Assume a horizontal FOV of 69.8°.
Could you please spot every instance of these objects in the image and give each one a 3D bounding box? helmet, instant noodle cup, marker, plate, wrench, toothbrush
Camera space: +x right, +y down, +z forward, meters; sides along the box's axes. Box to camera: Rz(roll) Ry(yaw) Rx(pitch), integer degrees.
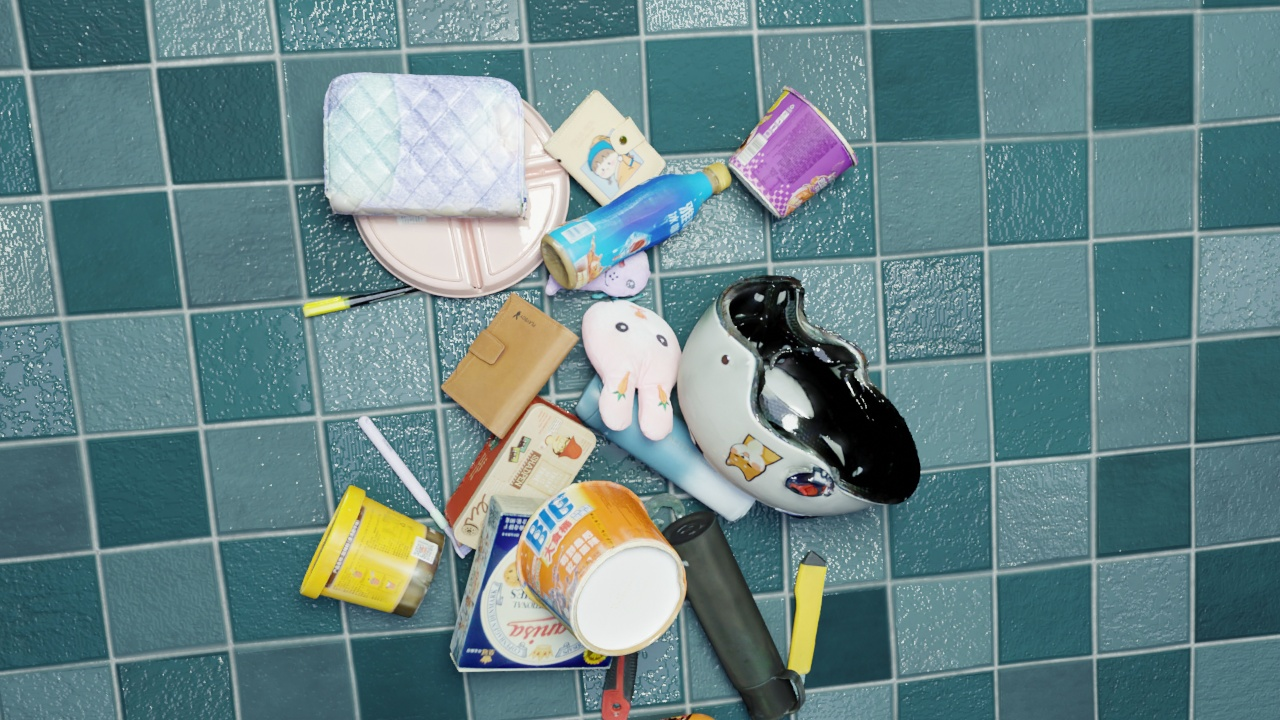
[{"bbox_3d":[0.141,0.057,0.944,0.274,0.229,0.157,46,125,-11],"label":"helmet"},{"bbox_3d":[-0.275,0.205,0.958,0.114,0.118,0.118,25,93,-15],"label":"instant noodle cup"},{"bbox_3d":[-0.294,-0.066,0.969,0.124,0.018,0.015,-13,99,-5],"label":"marker"},{"bbox_3d":[0.154,-0.210,0.957,0.111,0.111,0.099,44,100,-9],"label":"instant noodle cup"},{"bbox_3d":[-0.188,-0.180,0.953,0.229,0.028,0.229,0,93,-4],"label":"plate"},{"bbox_3d":[-0.004,0.281,1.040,0.056,0.016,0.273,13,95,-7],"label":"wrench"},{"bbox_3d":[-0.245,0.136,0.997,0.021,0.029,0.189,-31,100,36],"label":"toothbrush"},{"bbox_3d":[-0.033,0.207,0.896,0.151,0.111,0.151,-9,110,-25],"label":"instant noodle cup"}]

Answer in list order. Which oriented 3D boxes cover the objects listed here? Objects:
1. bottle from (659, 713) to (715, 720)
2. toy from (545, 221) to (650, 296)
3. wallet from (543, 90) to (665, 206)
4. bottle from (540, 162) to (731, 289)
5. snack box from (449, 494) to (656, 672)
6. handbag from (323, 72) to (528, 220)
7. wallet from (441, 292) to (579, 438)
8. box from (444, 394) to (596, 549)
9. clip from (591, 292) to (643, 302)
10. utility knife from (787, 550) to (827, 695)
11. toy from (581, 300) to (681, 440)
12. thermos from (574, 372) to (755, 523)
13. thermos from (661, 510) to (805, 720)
[{"bbox_3d":[0.015,0.439,1.040,0.149,0.066,0.067,-4,97,2],"label":"bottle"},{"bbox_3d":[-0.042,-0.103,0.979,0.108,0.039,0.083,7,77,0],"label":"toy"},{"bbox_3d":[-0.034,-0.216,0.962,0.087,0.024,0.115,-48,116,-1],"label":"wallet"},{"bbox_3d":[0.001,-0.148,0.949,0.218,0.065,0.065,-31,99,-21],"label":"bottle"},{"bbox_3d":[-0.092,0.239,0.970,0.177,0.046,0.182,10,103,-30],"label":"snack box"},{"bbox_3d":[-0.206,-0.208,0.900,0.194,0.075,0.134,2,96,-3],"label":"handbag"},{"bbox_3d":[-0.138,0.003,0.958,0.131,0.108,0.031,-52,143,-4],"label":"wallet"},{"bbox_3d":[-0.130,0.122,0.983,0.091,0.075,0.168,32,93,-27],"label":"box"},{"bbox_3d":[-0.025,-0.069,0.998,0.057,0.014,0.047,-16,96,-4],"label":"clip"},{"bbox_3d":[0.188,0.306,1.061,0.033,0.015,0.181,8,96,-2],"label":"utility knife"},{"bbox_3d":[-0.006,0.006,0.949,0.121,0.054,0.159,15,52,-31],"label":"toy"},{"bbox_3d":[0.029,0.091,0.994,0.220,0.070,0.070,35,92,-10],"label":"thermos"},{"bbox_3d":[0.110,0.284,1.012,0.068,0.090,0.242,-39,108,-44],"label":"thermos"}]
